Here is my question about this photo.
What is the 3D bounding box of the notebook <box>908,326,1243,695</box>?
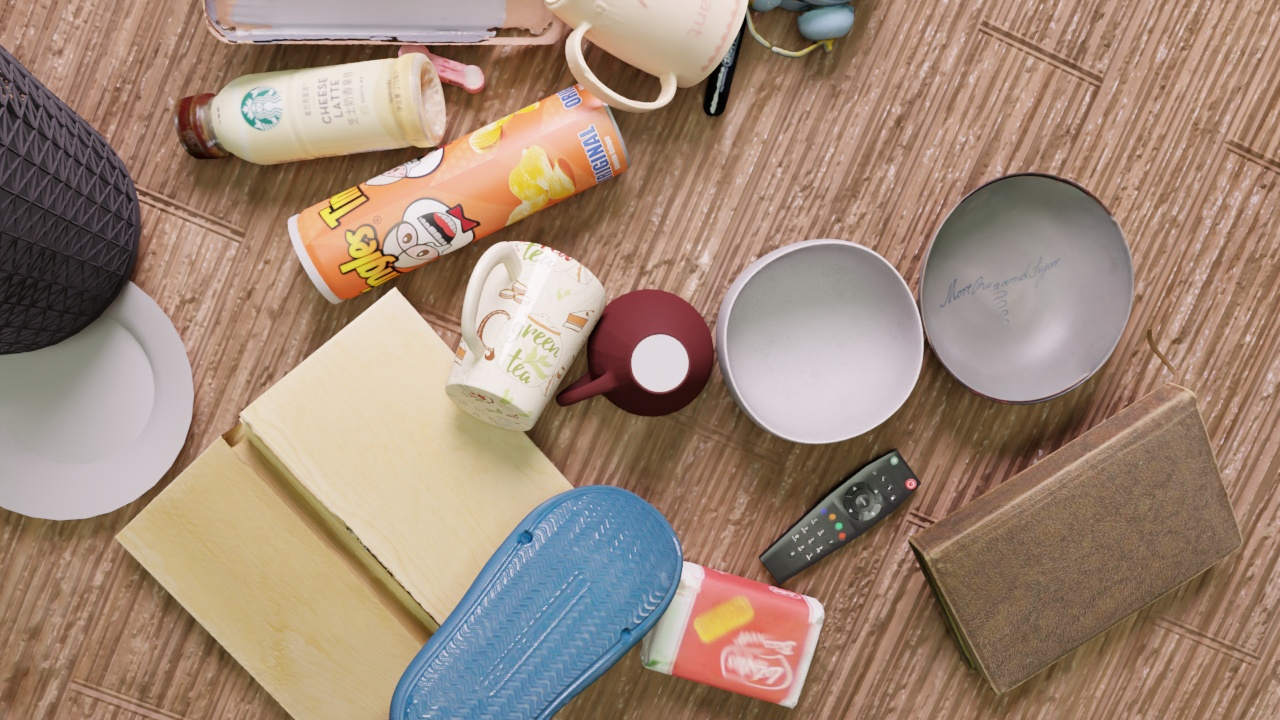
[{"bbox_3d":[0.297,0.109,0.631,0.215,0.034,0.190,-30,113,0],"label":"notebook"}]

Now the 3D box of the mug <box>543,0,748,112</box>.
[{"bbox_3d":[-0.004,-0.209,0.557,0.104,0.085,0.111,15,86,-31],"label":"mug"}]

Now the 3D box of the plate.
[{"bbox_3d":[-0.382,0.018,0.608,0.173,0.019,0.173,0,96,-4],"label":"plate"}]

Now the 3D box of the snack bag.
[{"bbox_3d":[0.065,0.191,0.645,0.116,0.036,0.077,17,94,-5],"label":"snack bag"}]

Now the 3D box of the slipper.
[{"bbox_3d":[-0.063,0.158,0.560,0.104,0.059,0.213,49,60,0],"label":"slipper"}]

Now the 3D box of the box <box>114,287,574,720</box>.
[{"bbox_3d":[-0.172,0.127,0.608,0.261,0.096,0.247,-41,96,7],"label":"box"}]

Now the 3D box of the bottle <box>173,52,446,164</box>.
[{"bbox_3d":[-0.208,-0.155,0.577,0.162,0.056,0.056,-4,96,7],"label":"bottle"}]

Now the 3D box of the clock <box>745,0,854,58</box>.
[{"bbox_3d":[0.107,-0.258,0.588,0.088,0.052,0.124,17,93,-21],"label":"clock"}]

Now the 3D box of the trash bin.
[{"bbox_3d":[-0.400,-0.097,0.468,0.217,0.243,0.217,0,84,-1],"label":"trash bin"}]

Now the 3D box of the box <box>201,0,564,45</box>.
[{"bbox_3d":[-0.148,-0.262,0.536,0.216,0.042,0.149,-7,125,-19],"label":"box"}]

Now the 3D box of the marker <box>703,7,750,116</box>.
[{"bbox_3d":[0.062,-0.225,0.615,0.018,0.015,0.123,12,94,-9],"label":"marker"}]

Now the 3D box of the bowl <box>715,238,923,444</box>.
[{"bbox_3d":[0.115,-0.014,0.614,0.132,0.064,0.132,0,96,-4],"label":"bowl"}]

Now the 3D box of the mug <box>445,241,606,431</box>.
[{"bbox_3d":[-0.078,-0.021,0.558,0.081,0.122,0.097,15,65,16],"label":"mug"}]

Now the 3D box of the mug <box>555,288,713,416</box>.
[{"bbox_3d":[-0.004,0.003,0.596,0.114,0.088,0.087,-26,97,-1],"label":"mug"}]

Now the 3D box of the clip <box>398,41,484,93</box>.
[{"bbox_3d":[-0.131,-0.190,0.605,0.057,0.035,0.022,17,91,-10],"label":"clip"}]

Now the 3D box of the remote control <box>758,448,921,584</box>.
[{"bbox_3d":[0.141,0.112,0.655,0.125,0.010,0.039,-37,97,0],"label":"remote control"}]

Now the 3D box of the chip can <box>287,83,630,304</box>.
[{"bbox_3d":[-0.114,-0.108,0.591,0.210,0.062,0.062,-25,97,-1],"label":"chip can"}]

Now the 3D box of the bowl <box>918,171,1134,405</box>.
[{"bbox_3d":[0.249,-0.048,0.623,0.150,0.057,0.151,0,95,-5],"label":"bowl"}]
